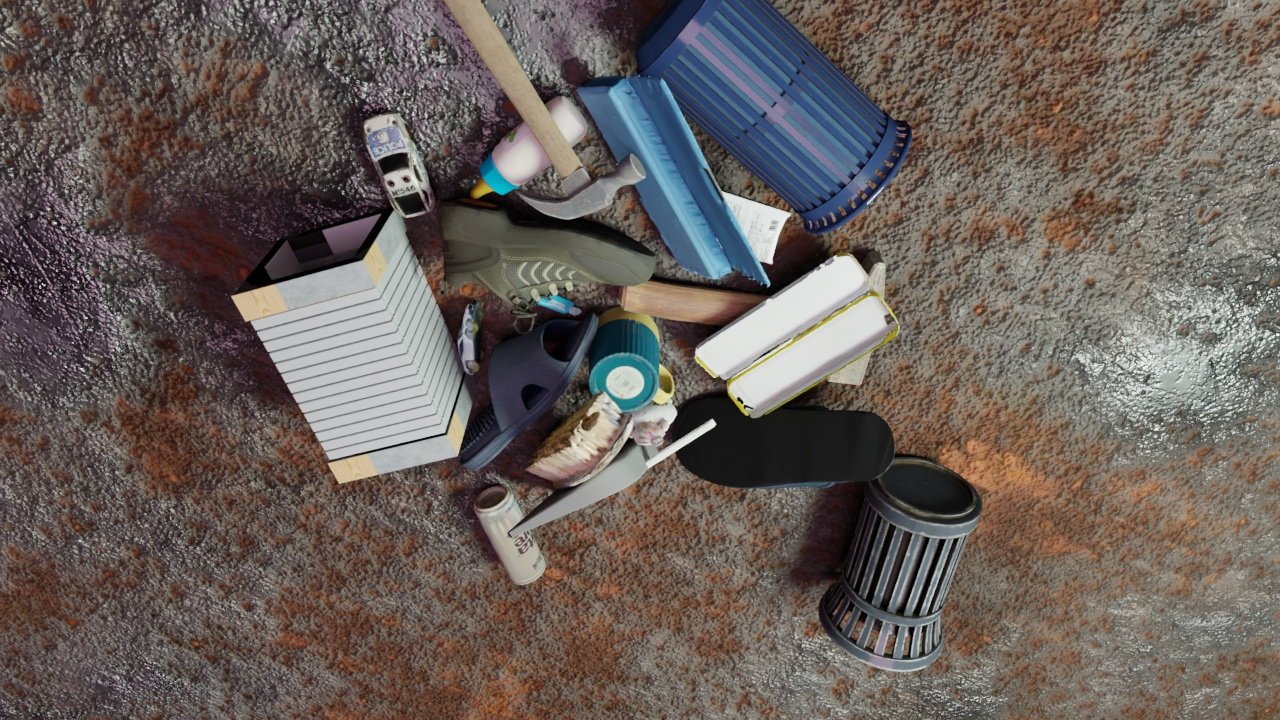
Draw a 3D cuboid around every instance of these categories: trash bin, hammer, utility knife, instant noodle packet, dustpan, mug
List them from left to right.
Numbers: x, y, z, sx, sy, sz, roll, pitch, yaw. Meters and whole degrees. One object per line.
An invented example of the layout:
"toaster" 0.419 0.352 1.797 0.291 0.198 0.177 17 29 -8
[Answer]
"trash bin" -0.302 -0.015 1.018 0.142 0.142 0.247 -14 120 8
"hammer" -0.131 -0.283 0.878 0.120 0.030 0.331 -28 104 23
"utility knife" -0.121 -0.078 1.054 0.116 0.015 0.022 20 92 -13
"dustpan" -0.024 0.130 1.096 0.258 0.163 0.033 -34 90 18
"mug" -0.006 0.006 1.051 0.113 0.107 0.083 38 112 -20
"instant noodle packet" 0.105 -0.138 0.957 0.087 0.026 0.134 19 165 5
"hammer" 0.125 -0.063 1.048 0.301 0.037 0.158 7 121 -4
"trash bin" 0.122 -0.252 0.877 0.249 0.139 0.139 37 115 -18
"trash bin" 0.334 0.252 1.171 0.164 0.164 0.228 6 118 -4

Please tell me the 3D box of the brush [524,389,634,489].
"brush" -0.071 0.096 1.037 0.056 0.272 0.083 38 71 -5

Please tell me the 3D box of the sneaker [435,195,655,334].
"sneaker" -0.110 -0.084 0.987 0.238 0.101 0.143 12 106 -2

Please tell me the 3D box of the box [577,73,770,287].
"box" 0.035 -0.176 0.907 0.033 0.174 0.231 -39 116 -12

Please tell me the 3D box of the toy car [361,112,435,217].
"toy car" -0.255 -0.203 0.964 0.048 0.040 0.113 -14 120 8

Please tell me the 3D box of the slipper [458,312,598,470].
"slipper" -0.152 0.029 1.072 0.082 0.101 0.264 35 119 -20

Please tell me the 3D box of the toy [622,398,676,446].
"toy" 0.005 0.065 1.077 0.076 0.125 0.037 -5 110 0

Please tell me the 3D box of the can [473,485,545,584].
"can" -0.174 0.232 1.220 0.054 0.054 0.136 -15 120 9

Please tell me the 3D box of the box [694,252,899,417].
"box" 0.175 -0.024 1.032 0.210 0.034 0.129 -33 119 20

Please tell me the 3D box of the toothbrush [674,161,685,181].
"toothbrush" 0.077 -0.175 0.993 0.167 0.016 0.016 39 114 -20

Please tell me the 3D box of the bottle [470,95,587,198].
"bottle" -0.123 -0.213 0.950 0.146 0.051 0.051 -34 115 19

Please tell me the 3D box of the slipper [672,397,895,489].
"slipper" 0.173 0.105 1.117 0.266 0.083 0.108 0 79 18

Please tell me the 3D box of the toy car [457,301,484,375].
"toy car" -0.199 -0.026 1.072 0.027 0.038 0.090 5 121 1
